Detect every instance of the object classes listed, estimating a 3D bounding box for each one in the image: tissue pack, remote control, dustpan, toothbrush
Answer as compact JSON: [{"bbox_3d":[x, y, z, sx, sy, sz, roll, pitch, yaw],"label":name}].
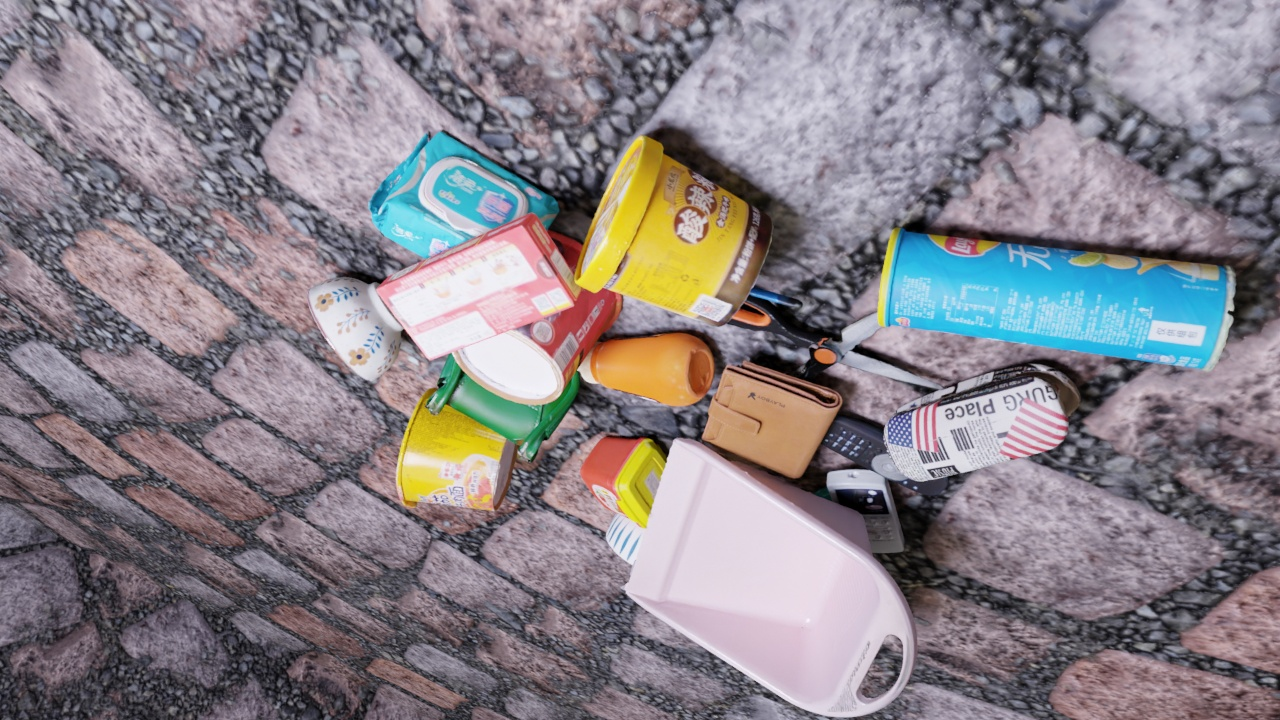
[{"bbox_3d":[-0.143,-0.122,0.751,0.133,0.093,0.050,28,149,-6],"label":"tissue pack"},{"bbox_3d":[0.223,0.083,0.856,0.136,0.024,0.053,27,144,2],"label":"remote control"},{"bbox_3d":[0.121,0.225,0.889,0.273,0.138,0.223,13,120,1],"label":"dustpan"},{"bbox_3d":[0.231,0.157,0.935,0.058,0.021,0.150,-4,142,23],"label":"remote control"},{"bbox_3d":[0.044,-0.073,0.752,0.190,0.014,0.016,19,131,22],"label":"toothbrush"}]

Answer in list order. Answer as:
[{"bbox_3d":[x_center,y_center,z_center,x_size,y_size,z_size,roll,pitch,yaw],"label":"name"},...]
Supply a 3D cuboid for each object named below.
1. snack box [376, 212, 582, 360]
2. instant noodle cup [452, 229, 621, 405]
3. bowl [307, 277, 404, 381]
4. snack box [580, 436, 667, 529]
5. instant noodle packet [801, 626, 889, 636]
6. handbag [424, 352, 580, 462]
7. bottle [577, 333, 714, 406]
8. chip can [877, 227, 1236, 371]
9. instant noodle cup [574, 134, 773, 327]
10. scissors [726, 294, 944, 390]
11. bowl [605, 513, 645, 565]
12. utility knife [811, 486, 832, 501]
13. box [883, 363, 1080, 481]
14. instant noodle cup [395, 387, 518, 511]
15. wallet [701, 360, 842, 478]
[{"bbox_3d":[-0.127,-0.055,0.718,0.153,0.025,0.075,-18,118,28],"label":"snack box"},{"bbox_3d":[-0.099,-0.035,0.822,0.138,0.108,0.138,16,144,12],"label":"instant noodle cup"},{"bbox_3d":[-0.283,-0.042,0.948,0.062,0.113,0.113,-32,129,0],"label":"bowl"},{"bbox_3d":[-0.013,0.130,1.018,0.080,0.081,0.091,10,144,42],"label":"snack box"},{"bbox_3d":[0.236,0.325,1.146,0.110,0.044,0.129,24,149,-11],"label":"instant noodle packet"},{"bbox_3d":[-0.134,0.027,0.916,0.131,0.120,0.068,30,151,-11],"label":"handbag"},{"bbox_3d":[-0.005,0.005,0.864,0.150,0.066,0.067,5,141,37],"label":"bottle"},{"bbox_3d":[0.273,-0.044,0.623,0.210,0.071,0.071,9,142,19],"label":"chip can"},{"bbox_3d":[0.026,-0.088,0.680,0.114,0.118,0.119,24,146,-12],"label":"instant noodle cup"},{"bbox_3d":[0.140,-0.012,0.786,0.221,0.021,0.234,29,146,-7],"label":"scissors"},{"bbox_3d":[0.025,0.196,1.067,0.116,0.116,0.066,23,103,2],"label":"bowl"},{"bbox_3d":[0.185,0.147,0.969,0.029,0.013,0.167,33,141,-15],"label":"utility knife"},{"bbox_3d":[0.268,0.056,0.746,0.075,0.082,0.164,45,143,-17],"label":"box"},{"bbox_3d":[-0.205,0.110,1.063,0.110,0.137,0.138,13,144,3],"label":"instant noodle cup"},{"bbox_3d":[0.117,0.055,0.846,0.108,0.031,0.132,20,145,6],"label":"wallet"}]
